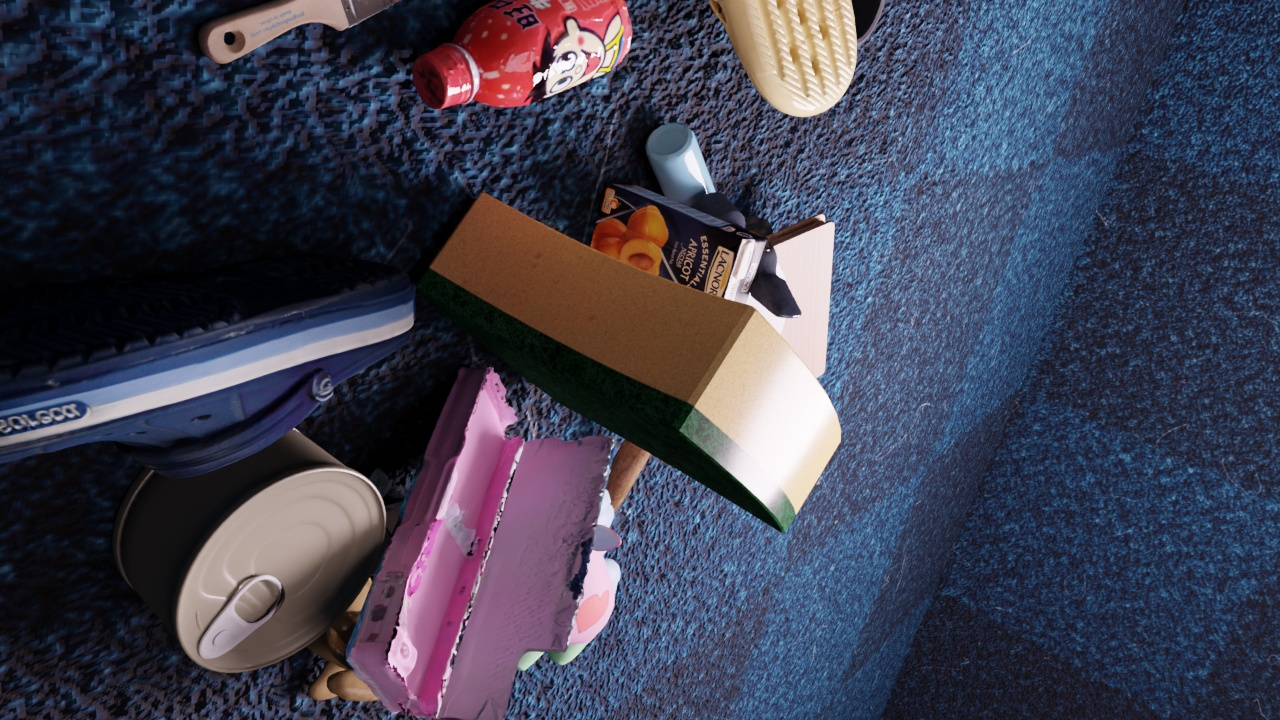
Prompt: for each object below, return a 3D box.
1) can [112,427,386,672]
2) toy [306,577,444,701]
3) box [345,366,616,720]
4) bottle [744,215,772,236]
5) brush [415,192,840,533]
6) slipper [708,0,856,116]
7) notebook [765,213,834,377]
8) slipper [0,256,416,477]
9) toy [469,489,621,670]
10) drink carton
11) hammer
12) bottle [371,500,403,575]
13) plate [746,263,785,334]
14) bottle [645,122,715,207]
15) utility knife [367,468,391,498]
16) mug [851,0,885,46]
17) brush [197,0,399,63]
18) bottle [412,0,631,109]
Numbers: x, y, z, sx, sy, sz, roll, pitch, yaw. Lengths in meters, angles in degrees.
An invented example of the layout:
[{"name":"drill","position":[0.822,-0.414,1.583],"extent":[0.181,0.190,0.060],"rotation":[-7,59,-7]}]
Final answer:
[{"name":"can","position":[-0.220,0.102,0.524],"extent":[0.127,0.073,0.128],"rotation":[-36,141,-37]},{"name":"toy","position":[-0.184,0.191,0.630],"extent":[0.105,0.108,0.134],"rotation":[41,77,-31]},{"name":"box","position":[-0.092,0.109,0.596],"extent":[0.229,0.106,0.086],"rotation":[-78,158,-43]},{"name":"bottle","position":[0.113,-0.091,0.910],"extent":[0.036,0.036,0.110],"rotation":[-43,145,-29]},{"name":"brush","position":[-0.004,0.003,0.598],"extent":[0.075,0.250,0.195],"rotation":[-57,146,-9]},{"name":"slipper","position":[0.077,-0.296,0.658],"extent":[0.111,0.079,0.261],"rotation":[-43,126,-25]},{"name":"notebook","position":[0.115,-0.030,0.922],"extent":[0.169,0.022,0.211],"rotation":[-24,138,-15]},{"name":"slipper","position":[-0.208,0.009,0.434],"extent":[0.252,0.105,0.095],"rotation":[-23,125,-50]},{"name":"toy","position":[-0.067,0.182,0.798],"extent":[0.171,0.120,0.222],"rotation":[-54,149,5]},{"name":"drink carton","position":[0.026,-0.084,0.692],"extent":[0.040,0.130,0.064],"rotation":[-14,126,-53]},{"name":"hammer","position":[0.028,0.024,0.790],"extent":[0.040,0.129,0.323],"rotation":[-2,136,-36]},{"name":"bottle","position":[-0.163,0.118,0.643],"extent":[0.041,0.041,0.116],"rotation":[-66,167,6]},{"name":"plate","position":[0.048,-0.019,0.849],"extent":[0.208,0.015,0.209],"rotation":[-21,135,-23]},{"name":"bottle","position":[0.041,-0.140,0.759],"extent":[0.040,0.040,0.130],"rotation":[-54,149,-14]},{"name":"utility knife","position":[-0.212,0.125,0.615],"extent":[0.124,0.015,0.022],"rotation":[-52,166,-15]},{"name":"mug","position":[0.162,-0.308,0.770],"extent":[0.104,0.077,0.071],"rotation":[-20,130,-49]},{"name":"brush","position":[-0.152,-0.185,0.458],"extent":[0.150,0.012,0.039],"rotation":[-42,144,-29]},{"name":"bottle","position":[-0.070,-0.181,0.536],"extent":[0.137,0.062,0.062],"rotation":[-37,141,-37]}]
